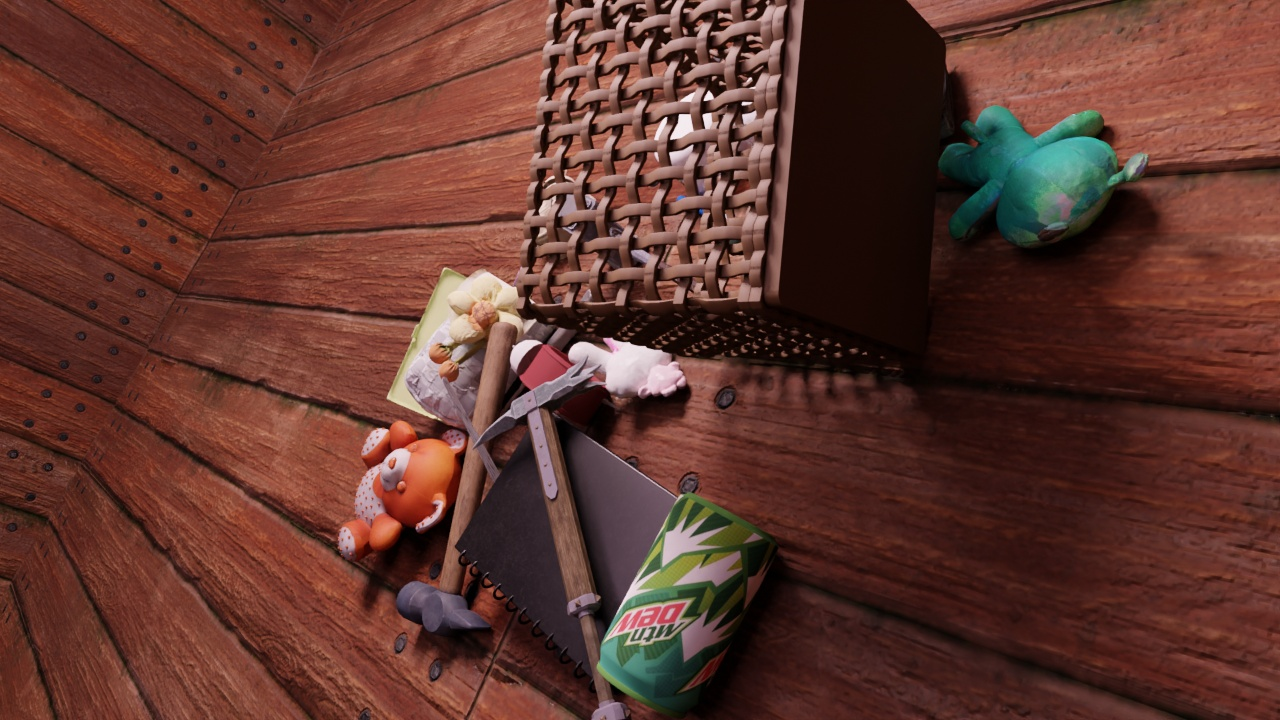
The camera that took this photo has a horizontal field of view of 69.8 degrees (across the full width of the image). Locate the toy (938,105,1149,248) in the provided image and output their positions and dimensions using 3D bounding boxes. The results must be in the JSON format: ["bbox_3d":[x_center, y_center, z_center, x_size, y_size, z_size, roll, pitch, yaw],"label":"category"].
[{"bbox_3d":[0.274,-0.136,0.656,0.131,0.072,0.193,-45,28,15],"label":"toy"}]

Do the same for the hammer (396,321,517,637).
[{"bbox_3d":[-0.169,0.117,0.936,0.129,0.040,0.321,2,78,46],"label":"hammer"}]

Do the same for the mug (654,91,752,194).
[{"bbox_3d":[0.064,-0.235,0.967,0.094,0.068,0.115,-41,39,20],"label":"mug"}]

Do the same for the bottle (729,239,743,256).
[{"bbox_3d":[0.147,-0.130,0.804,0.175,0.055,0.055,-21,48,40],"label":"bottle"}]

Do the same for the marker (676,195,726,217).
[{"bbox_3d":[0.077,-0.147,0.932,0.013,0.013,0.142,-55,36,1],"label":"marker"}]

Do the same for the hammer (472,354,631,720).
[{"bbox_3d":[-0.063,0.159,0.776,0.147,0.028,0.316,-30,54,18],"label":"hammer"}]

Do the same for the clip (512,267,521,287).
[{"bbox_3d":[-0.142,-0.100,1.147,0.051,0.045,0.014,98,-171,-66],"label":"clip"}]

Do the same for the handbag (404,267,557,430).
[{"bbox_3d":[-0.188,-0.010,1.027,0.112,0.123,0.171,34,87,12],"label":"handbag"}]

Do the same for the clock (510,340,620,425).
[{"bbox_3d":[-0.081,0.019,0.922,0.044,0.087,0.124,-54,46,2],"label":"clock"}]

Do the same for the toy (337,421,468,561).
[{"bbox_3d":[-0.272,0.143,1.044,0.173,0.093,0.163,-21,48,37],"label":"toy"}]

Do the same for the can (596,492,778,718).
[{"bbox_3d":[0.034,0.177,0.672,0.083,0.083,0.144,19,78,53],"label":"can"}]

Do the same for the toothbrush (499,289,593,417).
[{"bbox_3d":[-0.107,-0.001,1.027,0.186,0.022,0.024,-51,2,9],"label":"toothbrush"}]

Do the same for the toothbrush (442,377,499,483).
[{"bbox_3d":[-0.152,0.095,0.889,0.010,0.181,0.010,-6,25,47],"label":"toothbrush"}]

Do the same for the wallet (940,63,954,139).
[{"bbox_3d":[0.207,-0.215,0.802,0.132,0.054,0.100,-18,52,37],"label":"wallet"}]

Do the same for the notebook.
[{"bbox_3d":[-0.060,0.160,0.810,0.231,0.019,0.169,29,87,41],"label":"notebook"}]

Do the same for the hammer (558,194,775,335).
[{"bbox_3d":[0.031,-0.084,0.891,0.044,0.098,0.322,-55,44,1],"label":"hammer"}]

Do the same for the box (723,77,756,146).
[{"bbox_3d":[0.151,-0.278,0.894,0.160,0.081,0.091,-50,28,5],"label":"box"}]

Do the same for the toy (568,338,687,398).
[{"bbox_3d":[-0.005,0.005,0.877,0.125,0.037,0.075,28,55,35],"label":"toy"}]

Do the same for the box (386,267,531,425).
[{"bbox_3d":[-0.219,-0.013,1.133,0.133,0.061,0.187,15,72,12],"label":"box"}]

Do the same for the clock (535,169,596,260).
[{"bbox_3d":[-0.103,-0.190,1.137,0.093,0.054,0.140,-29,46,32],"label":"clock"}]

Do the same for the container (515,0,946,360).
[{"bbox_3d":[0.073,-0.139,0.678,0.215,0.219,0.251,1,83,40],"label":"container"}]
